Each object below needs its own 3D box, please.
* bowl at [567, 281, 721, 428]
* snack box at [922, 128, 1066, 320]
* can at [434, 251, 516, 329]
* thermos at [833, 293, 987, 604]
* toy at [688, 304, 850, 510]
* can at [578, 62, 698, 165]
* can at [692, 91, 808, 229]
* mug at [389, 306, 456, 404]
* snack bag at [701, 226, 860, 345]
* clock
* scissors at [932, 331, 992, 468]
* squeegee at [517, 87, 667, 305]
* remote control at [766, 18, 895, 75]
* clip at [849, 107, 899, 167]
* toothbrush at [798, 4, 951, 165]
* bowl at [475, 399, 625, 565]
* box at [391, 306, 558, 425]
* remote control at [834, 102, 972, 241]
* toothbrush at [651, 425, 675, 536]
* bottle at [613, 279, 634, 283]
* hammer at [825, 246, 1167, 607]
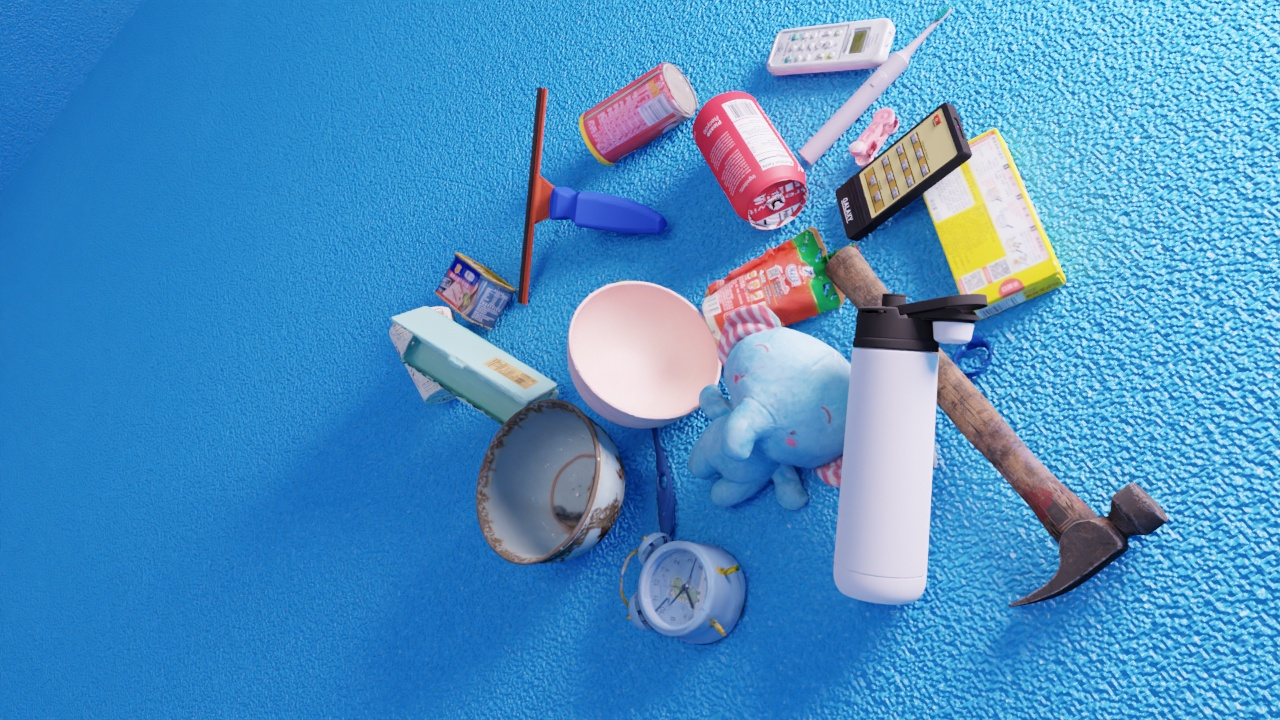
[{"bbox_3d":[-0.005,0.005,0.885,0.076,0.153,0.152,125,143,-55],"label":"bowl"},{"bbox_3d":[0.287,-0.114,0.762,0.075,0.025,0.152,-26,57,28],"label":"snack box"},{"bbox_3d":[-0.204,-0.086,1.125,0.100,0.054,0.059,36,98,42],"label":"can"},{"bbox_3d":[0.201,0.065,0.687,0.101,0.068,0.230,5,92,44],"label":"thermos"},{"bbox_3d":[0.104,0.054,0.784,0.181,0.114,0.183,-46,72,23],"label":"toy"},{"bbox_3d":[-0.004,-0.277,1.035,0.125,0.066,0.066,-25,58,29],"label":"can"},{"bbox_3d":[0.107,-0.200,0.909,0.075,0.074,0.142,-38,52,20],"label":"can"},{"bbox_3d":[-0.257,0.006,1.118,0.122,0.080,0.097,-42,67,50],"label":"mug"},{"bbox_3d":[0.133,-0.070,0.862,0.155,0.044,0.087,-27,62,22],"label":"snack bag"},{"bbox_3d":[0.033,0.202,0.816,0.125,0.051,0.088,4,76,39],"label":"clock"},{"bbox_3d":[0.240,0.025,0.749,0.117,0.014,0.130,-17,62,31],"label":"scissors"},{"bbox_3d":[-0.050,-0.168,1.029,0.185,0.055,0.250,18,108,34],"label":"squeegee"},{"bbox_3d":[0.190,-0.313,0.924,0.133,0.022,0.050,11,79,41],"label":"remote control"},{"bbox_3d":[0.220,-0.206,0.860,0.060,0.044,0.023,-40,49,-17],"label":"clip"},{"bbox_3d":[0.225,-0.263,0.878,0.188,0.019,0.018,-46,52,15],"label":"toothbrush"},{"bbox_3d":[-0.073,0.127,0.903,0.160,0.094,0.159,-16,62,33],"label":"bowl"},{"bbox_3d":[-0.189,0.009,1.000,0.188,0.091,0.077,31,91,15],"label":"box"},{"bbox_3d":[0.228,-0.164,0.809,0.134,0.013,0.058,-40,49,45],"label":"remote control"},{"bbox_3d":[0.021,0.108,0.890,0.021,0.016,0.132,-21,62,31],"label":"toothbrush"},{"bbox_3d":[-0.018,-0.028,0.960,0.043,0.042,0.109,-4,70,38],"label":"bottle"},{"bbox_3d":[0.240,0.031,0.721,0.120,0.033,0.330,-47,52,20],"label":"hammer"}]
